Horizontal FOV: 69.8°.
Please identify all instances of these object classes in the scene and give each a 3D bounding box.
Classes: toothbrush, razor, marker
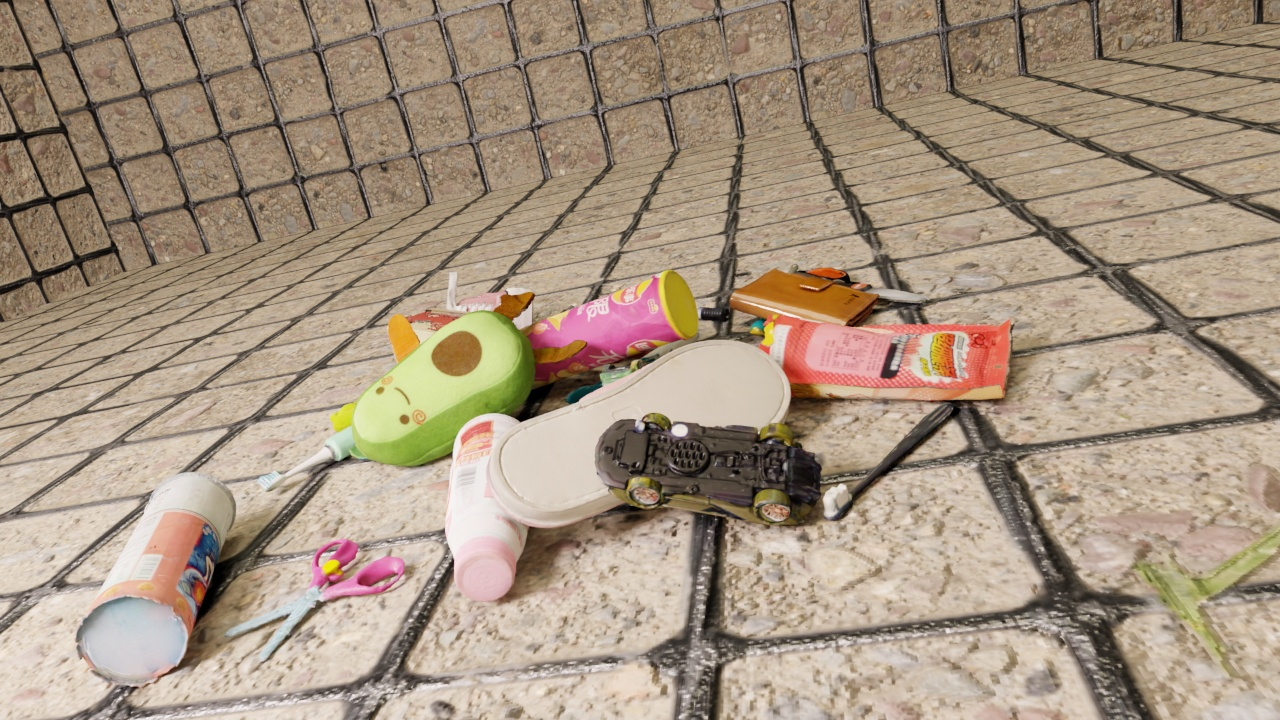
[{"bbox_3d":[-0.296,0.080,0.957,0.027,0.027,0.223,36,41,18],"label":"toothbrush"},{"bbox_3d":[0.136,-0.048,1.016,0.043,0.028,0.132,12,23,10],"label":"razor"},{"bbox_3d":[-0.006,0.006,0.983,0.191,0.016,0.018,-28,13,-34],"label":"toothbrush"},{"bbox_3d":[0.054,-0.059,1.124,0.131,0.018,0.022,7,19,45],"label":"marker"},{"bbox_3d":[0.186,0.067,0.672,0.016,0.018,0.180,2,23,46],"label":"toothbrush"}]

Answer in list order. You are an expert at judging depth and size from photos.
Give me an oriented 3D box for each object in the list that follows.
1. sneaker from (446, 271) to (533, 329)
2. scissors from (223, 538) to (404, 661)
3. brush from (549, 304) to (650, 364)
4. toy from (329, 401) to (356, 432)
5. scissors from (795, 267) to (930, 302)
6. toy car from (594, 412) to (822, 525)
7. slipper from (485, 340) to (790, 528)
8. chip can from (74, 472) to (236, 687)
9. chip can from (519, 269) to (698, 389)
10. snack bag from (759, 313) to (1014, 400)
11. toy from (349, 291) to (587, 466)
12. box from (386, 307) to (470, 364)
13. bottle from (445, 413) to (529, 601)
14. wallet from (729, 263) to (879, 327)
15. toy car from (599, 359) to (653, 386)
[{"bbox_3d":[-0.192,-0.049,1.133,0.087,0.118,0.241,-2,8,-22],"label":"sneaker"},{"bbox_3d":[-0.231,0.171,0.668,0.125,0.017,0.133,-4,25,17],"label":"scissors"},{"bbox_3d":[-0.059,-0.026,1.045,0.146,0.063,0.069,2,42,40],"label":"brush"},{"bbox_3d":[-0.299,0.051,1.033,0.100,0.031,0.097,-24,21,-16],"label":"toy"},{"bbox_3d":[0.255,-0.090,1.063,0.235,0.022,0.136,3,24,41],"label":"scissors"},{"bbox_3d":[0.046,0.075,0.637,0.158,0.042,0.070,8,47,6],"label":"toy car"},{"bbox_3d":[0.006,0.058,0.708,0.273,0.055,0.114,-23,61,-33],"label":"slipper"},{"bbox_3d":[-0.366,0.159,0.708,0.071,0.071,0.214,-17,19,-10],"label":"chip can"},{"bbox_3d":[-0.048,-0.026,0.952,0.211,0.071,0.071,-19,15,27],"label":"chip can"},{"bbox_3d":[0.209,-0.003,0.794,0.208,0.073,0.128,2,27,27],"label":"snack bag"},{"bbox_3d":[-0.179,0.019,0.899,0.246,0.090,0.227,-38,53,-15],"label":"toy"},{"bbox_3d":[-0.228,-0.008,1.059,0.079,0.091,0.169,-24,21,-38],"label":"box"},{"bbox_3d":[-0.113,0.108,0.692,0.068,0.068,0.196,-14,22,-2],"label":"bottle"},{"bbox_3d":[0.181,-0.064,0.995,0.131,0.035,0.118,17,34,28],"label":"wallet"},{"bbox_3d":[-0.002,0.016,0.914,0.043,0.036,0.091,-10,3,34],"label":"toy car"}]
